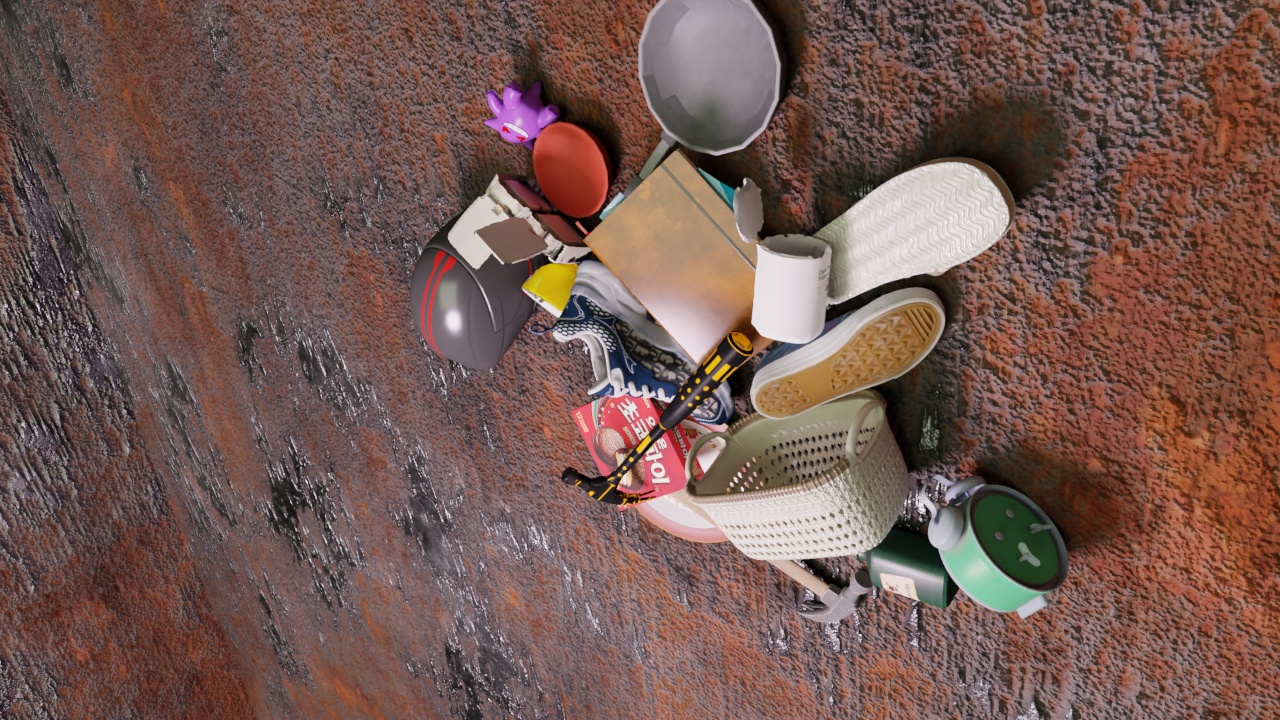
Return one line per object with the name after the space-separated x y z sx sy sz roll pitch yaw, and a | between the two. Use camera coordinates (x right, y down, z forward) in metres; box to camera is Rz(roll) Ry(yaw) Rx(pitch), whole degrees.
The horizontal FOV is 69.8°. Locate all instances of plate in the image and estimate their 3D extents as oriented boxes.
0.064 0.151 1.265 0.230 0.021 0.230 15 124 23 | plate

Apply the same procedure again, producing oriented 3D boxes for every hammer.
0.144 0.241 1.233 0.331 0.030 0.120 32 133 11 | hammer
0.033 0.079 1.117 0.123 0.036 0.322 24 127 -24 | hammer

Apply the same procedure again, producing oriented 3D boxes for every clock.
0.366 0.182 0.965 0.161 0.121 0.076 42 136 9 | clock

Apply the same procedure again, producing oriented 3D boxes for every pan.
0.041 -0.263 1.040 0.178 0.041 0.358 47 136 9 | pan

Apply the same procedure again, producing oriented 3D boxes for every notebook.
0.066 -0.112 1.045 0.249 0.014 0.179 47 120 -5 | notebook

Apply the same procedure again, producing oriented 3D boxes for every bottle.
0.310 0.240 1.093 0.131 0.061 0.061 13 125 35 | bottle

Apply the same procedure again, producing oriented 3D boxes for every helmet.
-0.237 -0.098 1.286 0.164 0.169 0.265 32 132 22 | helmet

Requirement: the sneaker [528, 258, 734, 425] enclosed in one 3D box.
-0.007 0.007 1.135 0.269 0.132 0.103 43 165 -11 | sneaker

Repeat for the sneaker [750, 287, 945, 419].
0.226 -0.015 1.012 0.236 0.079 0.087 -31 118 30 | sneaker

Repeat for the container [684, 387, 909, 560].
0.185 0.135 1.063 0.247 0.184 0.143 -16 114 46 | container

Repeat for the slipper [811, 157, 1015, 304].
0.263 -0.126 0.926 0.115 0.052 0.264 56 147 -6 | slipper

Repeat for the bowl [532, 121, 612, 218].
-0.079 -0.244 1.159 0.122 0.035 0.122 21 127 30 | bowl

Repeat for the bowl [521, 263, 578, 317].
-0.093 -0.089 1.226 0.117 0.067 0.117 35 176 3 | bowl

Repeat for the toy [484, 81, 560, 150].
-0.150 -0.311 1.166 0.106 0.055 0.088 27 134 -20 | toy

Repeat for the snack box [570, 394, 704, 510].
-0.005 0.111 1.233 0.133 0.035 0.152 -26 91 38 | snack box

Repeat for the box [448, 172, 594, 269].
-0.157 -0.161 1.169 0.145 0.185 0.096 48 135 17 | box

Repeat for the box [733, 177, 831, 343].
0.145 -0.105 0.963 0.112 0.084 0.163 19 121 28 | box

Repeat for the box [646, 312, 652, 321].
-0.027 0.021 1.265 0.066 0.049 0.210 27 130 30 | box
